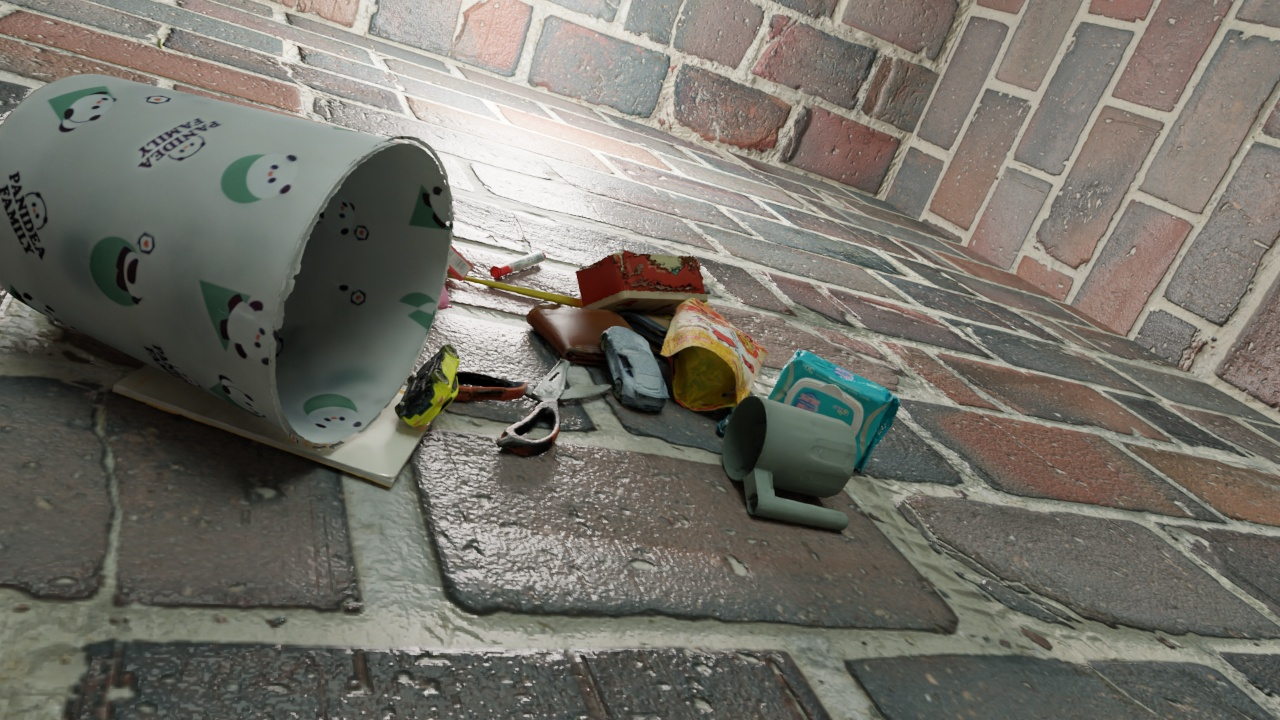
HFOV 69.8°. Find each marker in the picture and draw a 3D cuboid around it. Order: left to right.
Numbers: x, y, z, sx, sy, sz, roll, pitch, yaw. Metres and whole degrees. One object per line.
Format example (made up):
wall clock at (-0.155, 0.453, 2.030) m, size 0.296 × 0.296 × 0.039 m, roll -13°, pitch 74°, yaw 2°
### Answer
marker at (-0.160, -0.128, 1.219) m, size 0.017 × 0.017 × 0.145 m, roll 25°, pitch 21°, yaw 10°

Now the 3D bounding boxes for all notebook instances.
notebook at (-0.271, 0.030, 0.719) m, size 0.206 × 0.010 × 0.145 m, roll 20°, pitch 20°, yaw -4°

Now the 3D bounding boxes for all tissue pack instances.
tissue pack at (0.207, 0.055, 1.008) m, size 0.133 × 0.093 × 0.050 m, roll 26°, pitch 17°, yaw 14°

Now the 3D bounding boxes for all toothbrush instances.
toothbrush at (-0.154, -0.091, 1.131) m, size 0.190 × 0.017 × 0.015 m, roll 12°, pitch 23°, yaw -23°
toothbrush at (0.109, 0.046, 1.041) m, size 0.016 × 0.018 × 0.191 m, roll 38°, pitch 22°, yaw 1°

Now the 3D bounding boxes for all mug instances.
mug at (0.144, 0.100, 0.872) m, size 0.103 × 0.084 × 0.123 m, roll 14°, pitch 48°, yaw -21°

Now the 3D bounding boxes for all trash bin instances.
trash bin at (-0.300, -0.085, 0.665) m, size 0.252 × 0.230 × 0.229 m, roll 19°, pitch 20°, yaw 9°

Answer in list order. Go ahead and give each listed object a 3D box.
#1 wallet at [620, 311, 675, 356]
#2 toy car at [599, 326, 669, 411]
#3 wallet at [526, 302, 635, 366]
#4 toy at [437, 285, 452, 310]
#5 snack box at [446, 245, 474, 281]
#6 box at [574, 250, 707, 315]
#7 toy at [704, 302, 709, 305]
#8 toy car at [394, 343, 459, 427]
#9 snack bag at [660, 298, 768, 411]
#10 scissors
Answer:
wallet at (0.039, -0.034, 1.158) m, size 0.090 × 0.033 × 0.115 m, roll 35°, pitch 21°, yaw 34°
toy car at (-0.006, 0.006, 0.979) m, size 0.054 × 0.037 × 0.120 m, roll 10°, pitch 37°, yaw -29°
wallet at (-0.057, -0.027, 1.047) m, size 0.124 × 0.032 × 0.101 m, roll 3°, pitch 30°, yaw -38°
toy at (-0.269, -0.101, 0.963) m, size 0.178 × 0.075 × 0.194 m, roll 34°, pitch 12°, yaw 3°
snack box at (-0.259, -0.144, 1.074) m, size 0.153 × 0.025 × 0.075 m, roll 32°, pitch -12°, yaw 46°
box at (0.003, -0.104, 1.177) m, size 0.092 × 0.078 × 0.168 m, roll -19°, pitch -10°, yaw 41°
toy at (0.047, -0.097, 1.324) m, size 0.100 × 0.031 × 0.097 m, roll -1°, pitch 28°, yaw -44°
toy car at (-0.171, 0.022, 0.760) m, size 0.032 × 0.048 × 0.105 m, roll 45°, pitch 12°, yaw -20°
snack bag at (0.085, -0.011, 1.069) m, size 0.128 × 0.073 × 0.207 m, roll 33°, pitch 24°, yaw 0°
scissors at (-0.102, 0.036, 0.864) m, size 0.226 × 0.015 × 0.189 m, roll 8°, pitch 24°, yaw -30°
